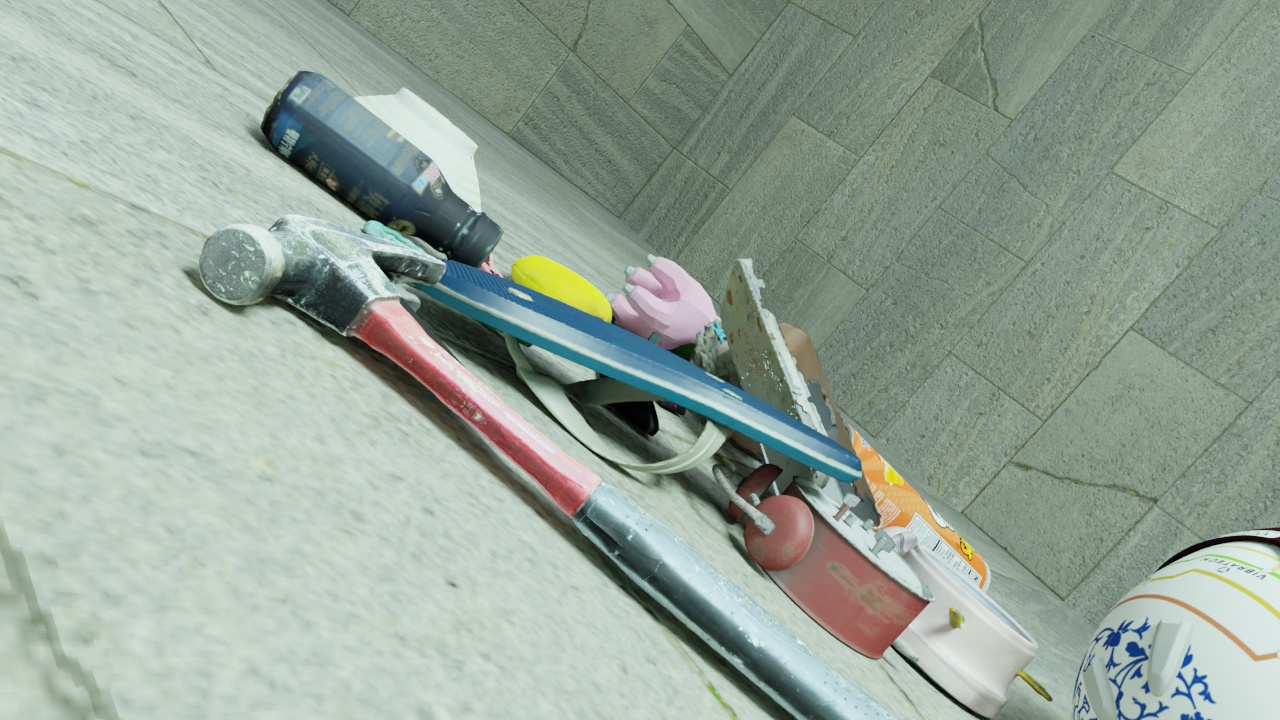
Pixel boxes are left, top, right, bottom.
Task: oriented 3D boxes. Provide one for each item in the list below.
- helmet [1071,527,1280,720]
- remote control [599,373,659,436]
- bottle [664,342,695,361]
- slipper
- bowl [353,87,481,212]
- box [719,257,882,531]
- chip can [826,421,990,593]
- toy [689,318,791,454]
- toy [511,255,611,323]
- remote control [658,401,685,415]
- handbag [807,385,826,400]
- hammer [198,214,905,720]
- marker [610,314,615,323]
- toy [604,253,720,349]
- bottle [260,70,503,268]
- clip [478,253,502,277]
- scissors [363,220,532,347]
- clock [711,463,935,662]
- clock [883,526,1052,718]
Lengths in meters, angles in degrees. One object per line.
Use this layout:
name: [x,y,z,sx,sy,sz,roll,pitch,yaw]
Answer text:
helmet: [0.369,0.217,0.515,0.236,0.231,0.314,3,19,-2]
remote control: [-0.009,0.017,0.676,0.045,0.021,0.140,39,7,-12]
bottle: [0.066,-0.002,1.071,0.123,0.033,0.033,33,10,-41]
slipper: [-0.002,0.021,0.542,0.294,0.060,0.118,25,10,-17]
bowl: [-0.182,-0.169,0.744,0.177,0.071,0.177,39,8,-7]
box: [0.125,0.027,0.717,0.121,0.095,0.216,17,41,-31]
chip can: [0.227,0.142,0.819,0.210,0.062,0.062,43,6,-21]
toy: [0.111,0.037,0.859,0.176,0.132,0.076,57,-31,-5]
toy: [-0.065,-0.056,0.757,0.094,0.041,0.095,38,7,28]
remote control: [-0.005,0.005,0.797,0.039,0.010,0.125,30,12,-50]
handbag: [0.152,0.053,0.987,0.093,0.043,0.195,35,23,22]
hammer: [-0.020,0.055,0.378,0.326,0.036,0.140,40,10,4]
marker: [-0.046,-0.048,0.891,0.018,0.015,0.123,45,6,13]
toy: [0.045,-0.037,0.945,0.157,0.067,0.123,40,-19,-11]
bottle: [-0.163,-0.118,0.594,0.160,0.056,0.056,37,9,-16]
clip: [-0.109,-0.061,0.662,0.039,0.023,0.059,34,15,-49]
scissors: [-0.119,-0.048,0.575,0.132,0.013,0.078,32,11,-34]
clock: [0.110,0.109,0.560,0.157,0.062,0.110,37,9,-13]
clock: [0.211,0.177,0.650,0.117,0.059,0.158,37,8,-14]
